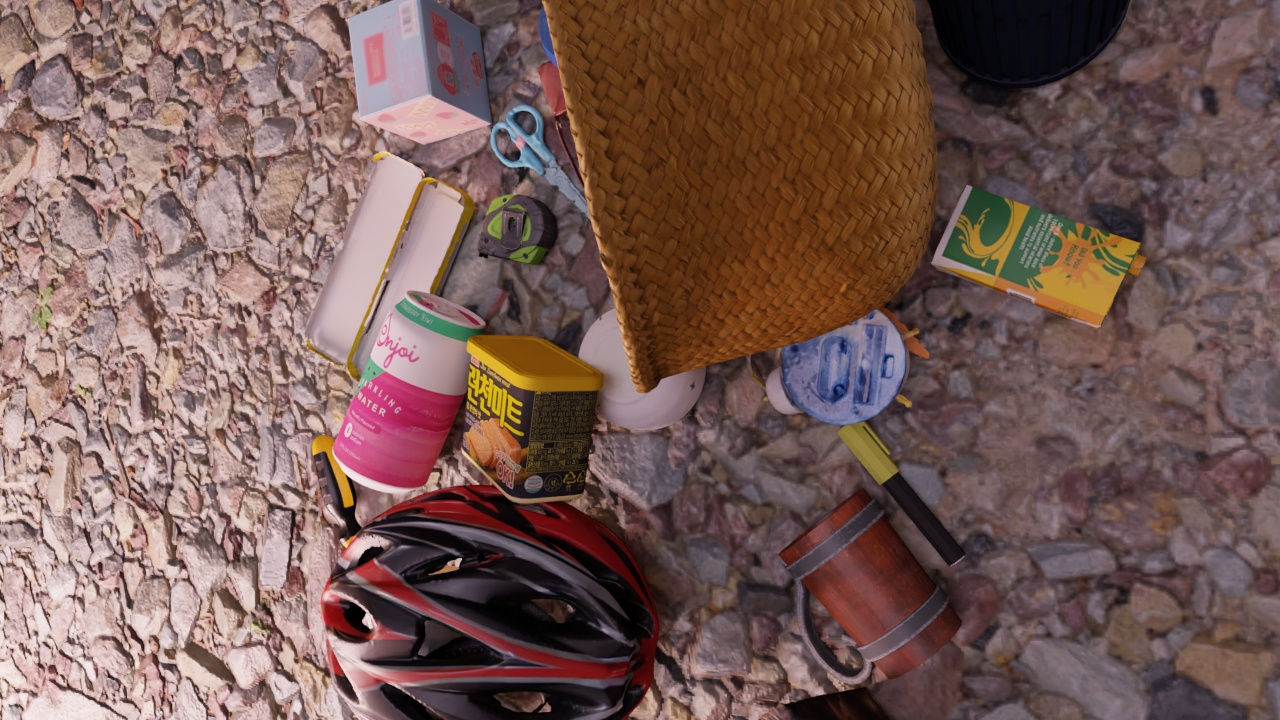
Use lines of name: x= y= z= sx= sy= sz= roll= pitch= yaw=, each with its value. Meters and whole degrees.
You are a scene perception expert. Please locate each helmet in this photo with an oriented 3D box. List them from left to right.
helmet: x=-0.123 y=0.206 z=0.707 sx=0.272 sy=0.167 sz=0.217 roll=9 pitch=85 yaw=6

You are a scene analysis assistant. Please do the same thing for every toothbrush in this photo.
toothbrush: x=-0.275 y=0.165 z=0.872 sx=0.031 sy=0.030 sz=0.196 roll=-24 pitch=83 yaw=43

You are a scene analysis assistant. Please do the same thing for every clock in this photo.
clock: x=0.135 y=-0.001 z=0.667 sx=0.125 sy=0.051 sz=0.089 roll=7 pitch=94 yaw=25

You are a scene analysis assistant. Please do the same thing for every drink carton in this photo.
drink carton: x=0.270 y=-0.069 z=0.626 sx=0.122 sy=0.041 sz=0.058 roll=26 pitch=99 yaw=23

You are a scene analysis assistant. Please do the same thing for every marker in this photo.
marker: x=0.192 y=0.095 z=0.671 sx=0.021 sy=0.017 sz=0.124 roll=-42 pitch=75 yaw=18

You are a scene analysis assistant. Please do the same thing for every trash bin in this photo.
trash bin: x=0.225 y=-0.255 z=0.536 sx=0.139 sy=0.249 sz=0.139 roll=-1 pitch=89 yaw=24

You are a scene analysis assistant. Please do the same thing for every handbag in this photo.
handbag: x=-0.050 y=-0.199 z=0.782 sx=0.055 sy=0.029 sz=0.119 roll=-11 pitch=90 yaw=18

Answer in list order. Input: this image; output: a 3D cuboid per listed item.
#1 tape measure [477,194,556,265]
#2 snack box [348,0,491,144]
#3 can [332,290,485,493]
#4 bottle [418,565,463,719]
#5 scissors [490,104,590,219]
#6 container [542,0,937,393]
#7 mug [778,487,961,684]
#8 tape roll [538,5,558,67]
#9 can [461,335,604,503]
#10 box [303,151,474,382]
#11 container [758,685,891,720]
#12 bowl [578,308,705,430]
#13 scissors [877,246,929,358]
tape measure: x=-0.108 y=-0.115 z=0.797 sx=0.066 sy=0.035 sz=0.058 roll=11 pitch=93 yaw=24
snack box: x=-0.192 y=-0.253 z=0.806 sx=0.080 sy=0.094 sz=0.093 roll=-10 pitch=85 yaw=24
can: x=-0.202 y=0.028 z=0.808 sx=0.088 sy=0.088 sz=0.166 roll=29 pitch=100 yaw=22
bottle: x=-0.175 y=0.262 z=0.800 sx=0.046 sy=0.072 sz=0.161 roll=5 pitch=91 yaw=7
scissors: x=-0.080 y=-0.169 z=0.802 sx=0.137 sy=0.015 sz=0.057 roll=47 pitch=108 yaw=11
container: x=0.055 y=-0.150 z=0.573 sx=0.196 sy=0.307 sz=0.307 roll=-12 pitch=84 yaw=3
mug: x=0.153 y=0.169 z=0.660 sx=0.111 sy=0.081 sz=0.118 roll=52 pitch=126 yaw=12
tape roll: x=-0.039 y=-0.280 z=0.761 sx=0.093 sy=0.016 sz=0.091 roll=-29 pitch=68 yaw=-2
can: x=-0.092 y=0.044 z=0.738 sx=0.131 sy=0.072 sz=0.101 roll=28 pitch=113 yaw=55
box: x=-0.241 y=-0.082 z=0.866 sx=0.127 sy=0.023 sz=0.210 roll=29 pitch=101 yaw=25
container: x=0.116 y=0.296 z=0.603 sx=0.113 sy=0.198 sz=0.114 roll=-47 pitch=61 yaw=11
bowl: x=-0.004 y=0.004 z=0.741 sx=0.105 sy=0.054 sz=0.105 roll=-1 pitch=88 yaw=25
scissors: x=0.166 y=-0.041 z=0.688 sx=0.125 sy=0.011 sz=0.128 roll=45 pitch=108 yaw=18
